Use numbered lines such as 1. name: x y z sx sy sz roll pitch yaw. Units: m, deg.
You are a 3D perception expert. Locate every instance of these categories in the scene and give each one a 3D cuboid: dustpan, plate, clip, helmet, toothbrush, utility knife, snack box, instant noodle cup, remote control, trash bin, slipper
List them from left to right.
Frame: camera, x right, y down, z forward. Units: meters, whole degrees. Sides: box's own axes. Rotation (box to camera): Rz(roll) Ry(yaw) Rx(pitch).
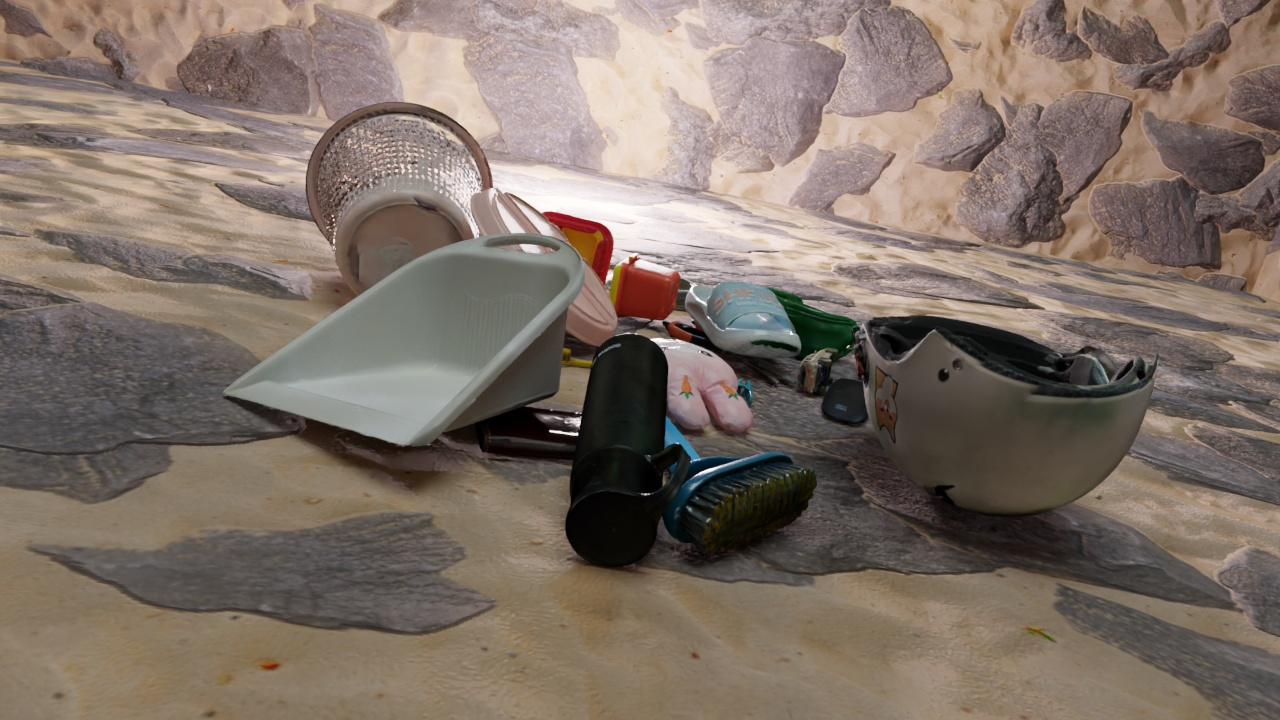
1. trash bin: -0.276 -0.162 1.070 0.227 0.228 0.192 5 31 -19
2. dustpan: -0.172 -0.038 0.774 0.223 0.143 0.257 10 11 32
3. plate: -0.104 -0.112 1.057 0.229 0.028 0.229 46 16 -17
4. instant noodle cup: -0.091 -0.133 1.234 0.116 0.116 0.123 14 6 8
5. toothbrush: -0.006 0.006 0.983 0.190 0.017 0.015 7 18 -11
6. snack box: 0.007 -0.093 1.193 0.080 0.082 0.091 12 16 9
7. utility knife: 0.015 0.058 0.828 0.034 0.018 0.216 17 14 -20
8. plate: 0.031 -0.111 1.366 0.179 0.024 0.179 9 17 -3
9. slipper: 0.125 -0.062 1.132 0.104 0.074 0.245 8 16 -19
10. clip: 0.109 0.032 0.977 0.038 0.013 0.055 14 19 10
11. remote control: 0.231 0.039 1.010 0.053 0.024 0.136 15 18 16
12. helmet: 0.301 0.049 0.803 0.230 0.157 0.274 6 7 -9

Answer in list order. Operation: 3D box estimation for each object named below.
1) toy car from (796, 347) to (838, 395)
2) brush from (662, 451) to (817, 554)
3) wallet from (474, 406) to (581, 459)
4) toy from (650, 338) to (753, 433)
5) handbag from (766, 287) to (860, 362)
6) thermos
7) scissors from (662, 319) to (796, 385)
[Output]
1. toy car: 0.205 0.010 1.055 0.035 0.042 0.090 15 18 20
2. brush: 0.065 0.097 0.671 0.073 0.055 0.143 25 22 37
3. wallet: -0.077 0.059 0.770 0.122 0.020 0.096 8 17 -18
4. toy: 0.050 0.023 0.912 0.121 0.054 0.159 5 26 -27
5. handbag: 0.215 -0.050 1.210 0.131 0.068 0.120 25 21 37
6. thermos: -0.003 0.053 0.687 0.090 0.068 0.242 -27 21 13
7. scissors: 0.104 -0.014 1.120 0.204 0.015 0.202 15 17 9
